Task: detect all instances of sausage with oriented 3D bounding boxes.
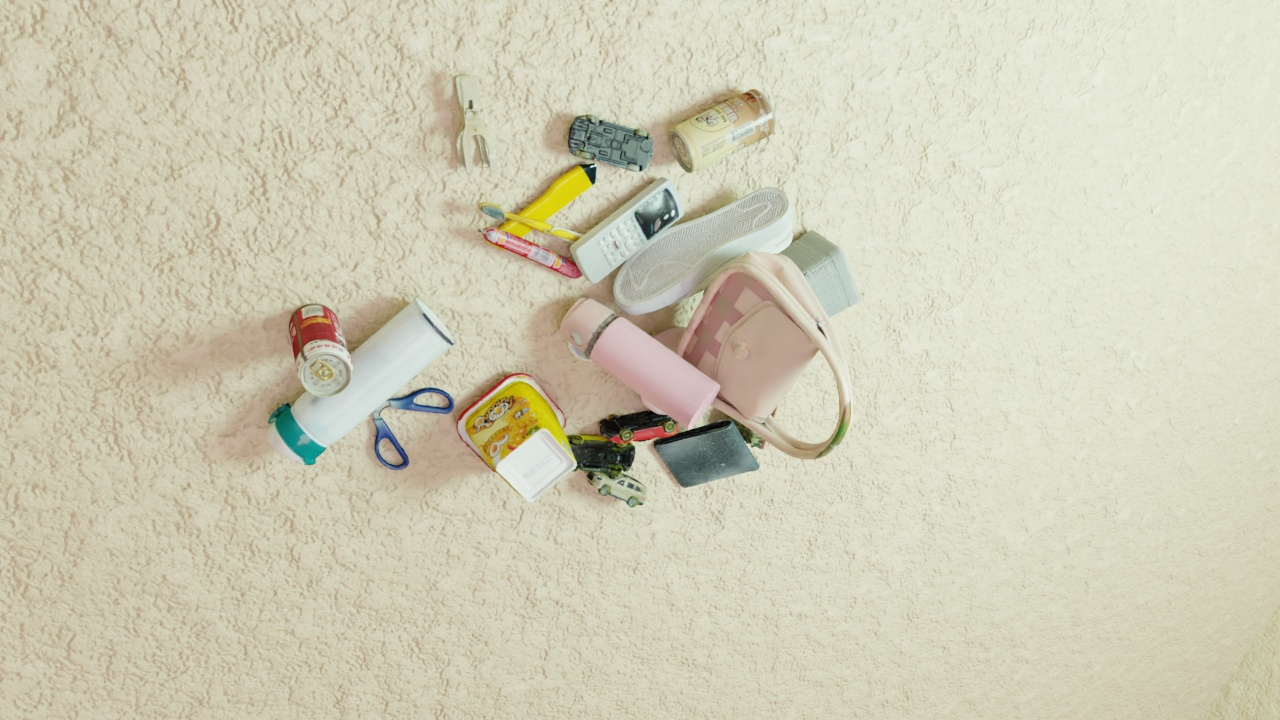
[{"bbox_3d":[-0.122,-0.124,1.054,0.155,0.020,0.020,21,105,-42],"label":"sausage"}]

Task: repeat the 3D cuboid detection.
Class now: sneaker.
[{"bbox_3d":[0.080,-0.120,1.129,0.242,0.089,0.091,-29,146,-2],"label":"sneaker"}]

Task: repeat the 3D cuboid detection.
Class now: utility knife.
[{"bbox_3d":[-0.111,-0.177,1.046,0.153,0.015,0.033,-37,134,-4],"label":"utility knife"}]

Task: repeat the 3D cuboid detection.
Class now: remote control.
[{"bbox_3d":[-0.014,-0.154,1.087,0.150,0.021,0.058,-39,134,-10],"label":"remote control"}]

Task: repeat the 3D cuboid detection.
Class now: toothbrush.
[{"bbox_3d":[-0.102,-0.148,1.048,0.191,0.018,0.016,14,117,-40],"label":"toothbrush"}]

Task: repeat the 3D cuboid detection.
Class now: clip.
[{"bbox_3d":[-0.183,-0.248,0.980,0.034,0.084,0.104,-13,94,-17],"label":"clip"}]

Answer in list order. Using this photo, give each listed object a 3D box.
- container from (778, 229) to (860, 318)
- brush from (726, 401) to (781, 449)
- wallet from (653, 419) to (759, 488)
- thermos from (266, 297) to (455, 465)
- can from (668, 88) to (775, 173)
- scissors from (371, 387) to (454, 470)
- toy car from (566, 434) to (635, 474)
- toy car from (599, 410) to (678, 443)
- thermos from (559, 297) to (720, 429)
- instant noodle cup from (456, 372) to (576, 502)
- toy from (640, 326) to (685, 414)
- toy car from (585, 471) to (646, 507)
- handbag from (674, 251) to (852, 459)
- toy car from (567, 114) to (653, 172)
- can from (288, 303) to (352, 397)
[{"bbox_3d":[0.206,-0.095,1.193,0.114,0.090,0.090,-32,123,-4],"label":"container"},{"bbox_3d":[0.168,0.045,1.265,0.072,0.063,0.146,-8,120,-54],"label":"brush"},{"bbox_3d":[0.090,0.131,1.261,0.121,0.019,0.097,-18,126,22],"label":"wallet"},{"bbox_3d":[-0.314,0.025,1.017,0.224,0.073,0.073,-40,124,-1],"label":"thermos"},{"bbox_3d":[0.096,-0.268,1.071,0.116,0.058,0.058,-28,123,-9],"label":"can"},{"bbox_3d":[-0.301,0.060,1.081,0.162,0.012,0.175,-13,118,-17],"label":"scissors"},{"bbox_3d":[-0.059,0.121,1.212,0.105,0.032,0.048,4,113,-14],"label":"toy car"},{"bbox_3d":[-0.003,0.088,1.210,0.106,0.049,0.031,-8,116,-23],"label":"toy car"},{"bbox_3d":[-0.006,0.006,1.095,0.067,0.198,0.087,-45,163,-42],"label":"thermos"},{"bbox_3d":[-0.143,0.097,1.105,0.116,0.123,0.116,-39,125,-3],"label":"instant noodle cup"},{"bbox_3d":[0.067,0.010,1.204,0.159,0.054,0.121,-12,116,-28],"label":"toy"},{"bbox_3d":[-0.033,0.169,1.242,0.090,0.042,0.035,25,93,-33],"label":"toy car"},{"bbox_3d":[0.157,0.009,1.064,0.093,0.234,0.194,-16,146,-41],"label":"handbag"},{"bbox_3d":[-0.034,-0.245,1.037,0.105,0.031,0.049,8,102,-31],"label":"toy car"},{"bbox_3d":[-0.334,-0.012,0.956,0.053,0.132,0.053,-11,118,-20],"label":"can"}]
